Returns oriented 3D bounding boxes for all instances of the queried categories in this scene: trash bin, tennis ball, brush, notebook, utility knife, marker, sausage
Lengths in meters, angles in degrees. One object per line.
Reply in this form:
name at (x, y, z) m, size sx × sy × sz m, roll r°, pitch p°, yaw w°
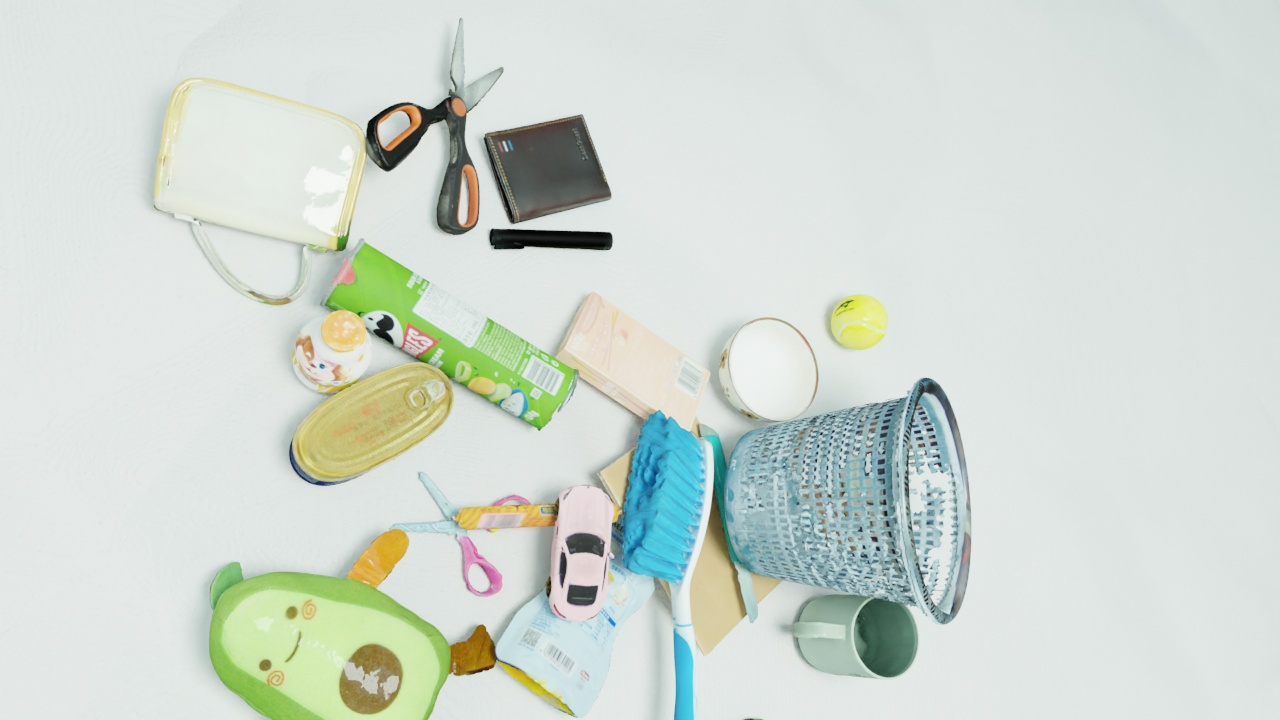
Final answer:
trash bin at (0.199, 0.137, 0.900) m, size 0.226 × 0.195 × 0.226 m, roll 15°, pitch 72°, yaw -55°
tennis ball at (0.256, -0.045, 1.072) m, size 0.065 × 0.066 × 0.065 m, roll 7°, pitch 74°, yaw -25°
brush at (0.029, 0.207, 0.859) m, size 0.109 × 0.061 × 0.313 m, roll 29°, pitch 59°, yaw -33°
notebook at (0.058, 0.170, 0.935) m, size 0.147 × 0.008 × 0.207 m, roll -31°, pitch 92°, yaw -41°
utility knife at (0.091, 0.165, 0.947) m, size 0.029 × 0.013 × 0.209 m, roll 2°, pitch 68°, yaw -40°
marker at (-0.090, -0.125, 0.949) m, size 0.131 × 0.020 × 0.022 m, roll -2°, pitch 60°, yaw -26°
sausage at (-0.093, 0.144, 0.852) m, size 0.165 × 0.021 × 0.021 m, roll 2°, pitch 76°, yaw -22°

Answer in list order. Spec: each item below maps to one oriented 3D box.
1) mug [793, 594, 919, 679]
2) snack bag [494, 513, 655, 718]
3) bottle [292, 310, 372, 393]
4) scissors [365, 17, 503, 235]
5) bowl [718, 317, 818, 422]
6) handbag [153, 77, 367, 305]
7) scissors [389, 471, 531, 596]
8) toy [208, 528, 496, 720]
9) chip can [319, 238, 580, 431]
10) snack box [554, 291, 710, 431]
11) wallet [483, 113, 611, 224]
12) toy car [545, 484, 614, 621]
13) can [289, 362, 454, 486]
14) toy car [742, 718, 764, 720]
mug at (0.206, 0.280, 0.938) m, size 0.111 × 0.107 × 0.082 m, roll 12°, pitch 72°, yaw -23°
snack bag at (-0.050, 0.225, 0.865) m, size 0.110 × 0.039 × 0.190 m, roll 35°, pitch 56°, yaw -5°
bottle at (-0.261, -0.011, 0.784) m, size 0.063 × 0.109 × 0.063 m, roll 7°, pitch 72°, yaw -24°
scissors at (-0.190, -0.227, 0.906) m, size 0.220 × 0.022 × 0.222 m, roll -35°, pitch 114°, yaw -54°
bowl at (0.131, 0.015, 0.997) m, size 0.113 × 0.062 × 0.113 m, roll 7°, pitch 74°, yaw -23°
handbag at (-0.341, -0.143, 0.817) m, size 0.163 × 0.063 × 0.178 m, roll 12°, pitch 86°, yaw -23°
scissors at (-0.162, 0.161, 0.843) m, size 0.133 × 0.017 × 0.128 m, roll 1°, pitch 79°, yaw -21°
toy at (-0.235, 0.246, 0.742) m, size 0.246 × 0.090 × 0.226 m, roll 30°, pitch 59°, yaw -20°
chip can at (-0.173, -0.021, 0.851) m, size 0.236 × 0.072 × 0.072 m, roll 32°, pitch 65°, yaw -16°
snack box at (-0.006, 0.006, 0.943) m, size 0.157 × 0.026 × 0.084 m, roll 34°, pitch 51°, yaw -14°
wallet at (-0.096, -0.202, 0.962) m, size 0.122 × 0.020 × 0.096 m, roll -21°, pitch 96°, yaw -31°
toy car at (-0.054, 0.174, 0.832) m, size 0.056 × 0.037 × 0.122 m, roll 9°, pitch 78°, yaw -22°
can at (-0.237, 0.057, 0.812) m, size 0.147 × 0.049 × 0.074 m, roll -32°, pitch 92°, yaw -29°
toy car at (0.093, 0.381, 0.898) m, size 0.091 × 0.036 × 0.043 m, roll -9°, pitch 82°, yaw -24°
